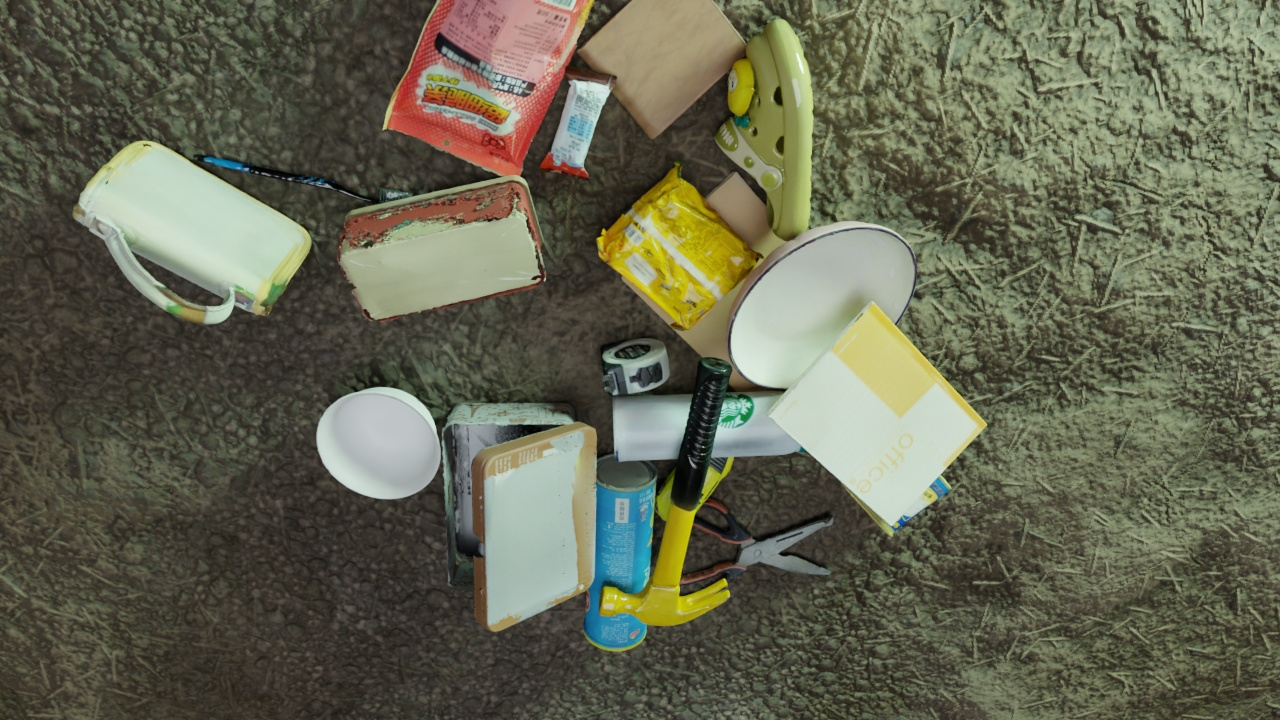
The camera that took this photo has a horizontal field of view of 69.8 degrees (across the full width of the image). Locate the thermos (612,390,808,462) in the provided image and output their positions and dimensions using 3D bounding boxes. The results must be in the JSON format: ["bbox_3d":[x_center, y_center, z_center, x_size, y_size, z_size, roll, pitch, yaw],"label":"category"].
[{"bbox_3d":[0.085,0.063,0.913,0.224,0.073,0.073,-2,116,-1],"label":"thermos"}]

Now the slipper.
[{"bbox_3d":[0.106,-0.190,0.791,0.081,0.091,0.191,-8,119,1],"label":"slipper"}]

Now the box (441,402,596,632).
[{"bbox_3d":[-0.114,0.147,0.872,0.150,0.166,0.182,0,104,-3],"label":"box"}]

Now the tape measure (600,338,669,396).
[{"bbox_3d":[-0.005,0.005,0.886,0.066,0.065,0.034,-10,115,1],"label":"tape measure"}]

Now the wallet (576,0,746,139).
[{"bbox_3d":[0.021,-0.265,0.785,0.115,0.020,0.101,-39,112,10],"label":"wallet"}]

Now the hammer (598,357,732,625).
[{"bbox_3d":[0.043,0.137,0.892,0.128,0.032,0.301,7,115,-7],"label":"hammer"}]

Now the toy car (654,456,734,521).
[{"bbox_3d":[0.056,0.128,0.961,0.048,0.032,0.105,36,100,-10],"label":"toy car"}]

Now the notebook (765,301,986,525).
[{"bbox_3d":[0.234,0.058,0.895,0.146,0.010,0.206,-47,117,3],"label":"notebook"}]

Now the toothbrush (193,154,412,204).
[{"bbox_3d":[-0.295,-0.161,0.810,0.189,0.014,0.016,12,113,-9],"label":"toothbrush"}]

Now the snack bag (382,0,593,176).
[{"bbox_3d":[-0.117,-0.258,0.754,0.128,0.073,0.208,18,119,-27],"label":"snack bag"}]

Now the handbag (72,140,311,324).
[{"bbox_3d":[-0.372,-0.089,0.747,0.163,0.178,0.063,31,114,-19],"label":"handbag"}]

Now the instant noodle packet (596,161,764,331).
[{"bbox_3d":[0.034,-0.102,0.840,0.111,0.044,0.128,-44,116,8],"label":"instant noodle packet"}]

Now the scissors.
[{"bbox_3d":[0.109,0.217,1.026,0.225,0.015,0.189,28,110,-16],"label":"scissors"}]

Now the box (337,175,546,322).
[{"bbox_3d":[-0.172,-0.094,0.806,0.168,0.078,0.091,-13,132,1],"label":"box"}]

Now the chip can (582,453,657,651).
[{"bbox_3d":[-0.023,0.206,0.980,0.071,0.071,0.210,1,115,-6],"label":"chip can"}]

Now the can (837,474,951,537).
[{"bbox_3d":[0.266,0.124,0.974,0.083,0.057,0.102,-40,113,11],"label":"can"}]

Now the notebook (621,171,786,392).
[{"bbox_3d":[0.103,-0.061,0.896,0.148,0.008,0.207,-41,112,14],"label":"notebook"}]

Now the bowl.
[{"bbox_3d":[-0.245,0.069,0.893,0.118,0.064,0.118,2,115,3],"label":"bowl"}]

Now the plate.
[{"bbox_3d":[0.163,-0.054,0.854,0.192,0.039,0.193,-14,137,-14],"label":"plate"}]

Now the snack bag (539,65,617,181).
[{"bbox_3d":[-0.055,-0.204,0.799,0.048,0.026,0.104,10,123,-11],"label":"snack bag"}]
